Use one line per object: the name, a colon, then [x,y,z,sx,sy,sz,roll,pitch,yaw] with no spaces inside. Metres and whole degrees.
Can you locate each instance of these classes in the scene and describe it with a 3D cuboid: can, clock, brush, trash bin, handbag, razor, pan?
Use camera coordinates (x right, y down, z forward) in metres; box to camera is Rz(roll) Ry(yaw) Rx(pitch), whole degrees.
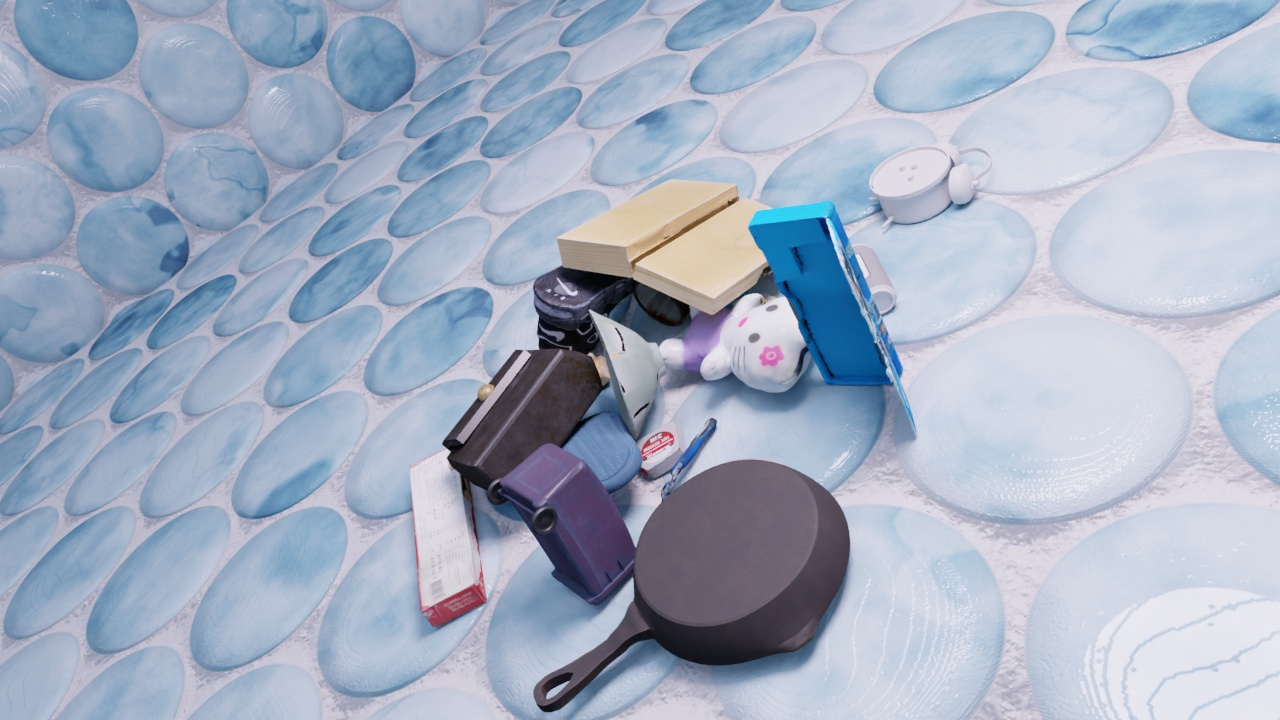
can: [0.282,-0.101,1.134,0.044,0.044,0.106,-24,36,13]
clock: [0.380,-0.241,1.210,0.159,0.061,0.119,-23,36,16]
brush: [-0.099,0.032,1.278,0.117,0.039,0.049,-30,36,12]
trash bin: [-0.075,0.178,0.977,0.092,0.161,0.094,-41,35,-23]
handbag: [-0.171,0.066,1.190,0.197,0.102,0.200,-54,23,-19]
razor: [0.053,0.117,1.065,0.018,0.044,0.140,31,54,7]
pan: [0.037,0.223,0.902,0.356,0.043,0.248,-36,35,-4]

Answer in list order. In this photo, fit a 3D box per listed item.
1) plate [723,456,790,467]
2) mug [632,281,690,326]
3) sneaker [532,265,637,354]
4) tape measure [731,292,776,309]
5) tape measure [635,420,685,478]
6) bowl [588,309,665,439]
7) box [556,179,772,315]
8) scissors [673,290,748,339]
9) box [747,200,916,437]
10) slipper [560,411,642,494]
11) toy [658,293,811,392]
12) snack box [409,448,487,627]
plate: [0.099,0.176,0.967,0.173,0.019,0.172,-21,37,17]
mug: [0.040,-0.116,1.284,0.085,0.111,0.081,6,48,50]
sneaker: [-0.069,-0.078,1.327,0.097,0.151,0.251,30,38,17]
tape measure: [0.149,-0.060,1.213,0.064,0.017,0.064,-13,40,27]
tape measure: [0.025,0.109,1.105,0.060,0.020,0.062,-31,34,13]
bowl: [-0.007,0.007,1.138,0.068,0.174,0.174,-18,35,-4]
box: [0.065,-0.163,1.220,0.257,0.076,0.246,26,43,30]
scissors: [0.088,-0.064,1.274,0.134,0.016,0.073,-40,40,-1]
box: [0.219,-0.051,0.949,0.075,0.243,0.167,-40,36,-8]
slipper: [-0.049,0.116,1.122,0.103,0.059,0.214,-38,21,-10]
toy: [0.127,-0.019,1.124,0.210,0.085,0.137,8,54,46]
snack box: [-0.250,0.216,1.176,0.076,0.044,0.272,-26,36,0]
